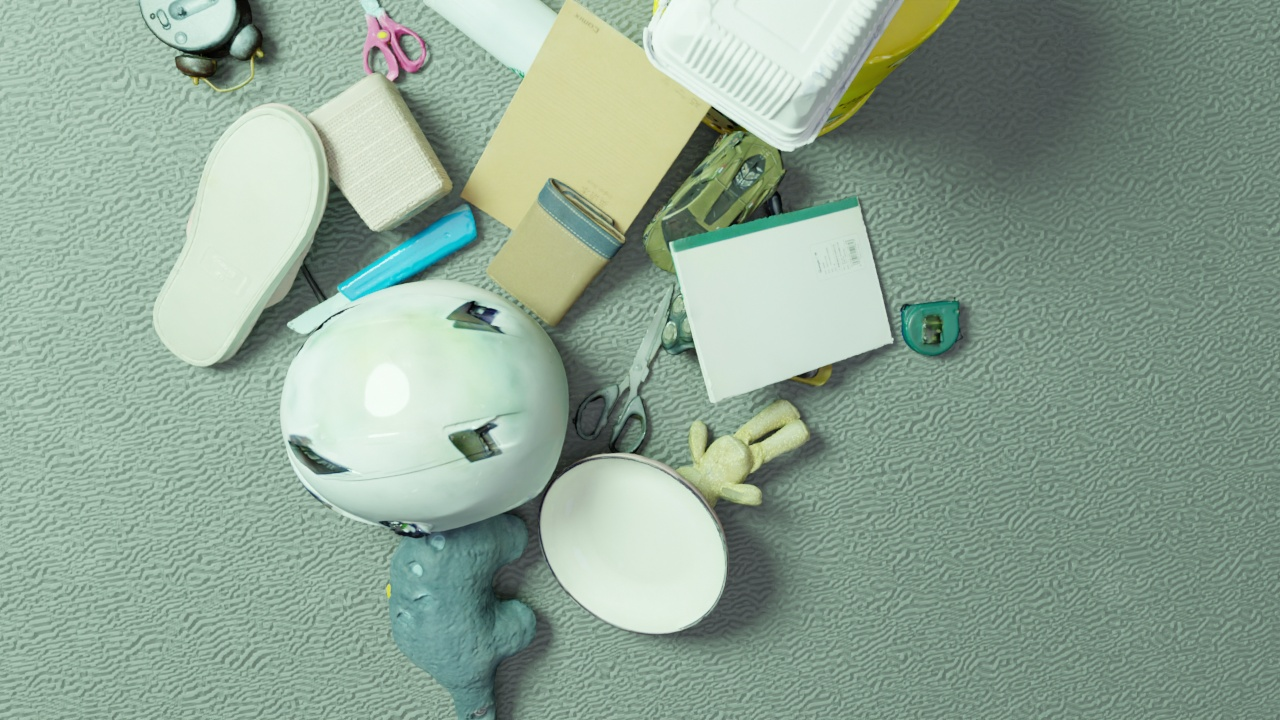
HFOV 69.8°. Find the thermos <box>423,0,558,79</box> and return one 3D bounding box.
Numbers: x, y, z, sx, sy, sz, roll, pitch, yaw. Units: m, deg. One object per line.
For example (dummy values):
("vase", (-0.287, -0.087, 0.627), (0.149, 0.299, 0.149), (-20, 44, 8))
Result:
("thermos", (-0.086, -0.276, 0.828), (0.224, 0.073, 0.073), (37, 94, -7))

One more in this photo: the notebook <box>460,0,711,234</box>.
("notebook", (-0.052, -0.190, 0.822), (0.149, 0.012, 0.212), (33, 120, -7))

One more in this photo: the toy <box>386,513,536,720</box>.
("toy", (-0.171, 0.219, 0.879), (0.137, 0.091, 0.356), (-1, 99, -31))

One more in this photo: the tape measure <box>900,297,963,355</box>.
("tape measure", (0.285, -0.032, 0.897), (0.058, 0.025, 0.054), (-6, 96, -2))

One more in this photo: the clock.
("clock", (-0.386, -0.300, 0.814), (0.082, 0.055, 0.122), (-24, 98, -1))

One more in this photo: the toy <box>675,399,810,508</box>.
("toy", (0.092, 0.097, 0.890), (0.157, 0.066, 0.105), (-35, 65, -3))

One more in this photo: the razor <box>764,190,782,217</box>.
("razor", (0.143, -0.095, 0.884), (0.042, 0.022, 0.143), (-20, 95, -27))

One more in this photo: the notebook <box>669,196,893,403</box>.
("notebook", (0.136, -0.060, 0.854), (0.208, 0.012, 0.150), (-17, 95, -23))

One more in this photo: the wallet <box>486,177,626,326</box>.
("wallet", (-0.079, -0.098, 0.849), (0.090, 0.033, 0.115), (38, 115, -5))

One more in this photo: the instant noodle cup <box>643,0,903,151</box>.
("instant noodle cup", (0.098, -0.240, 0.587), (0.138, 0.060, 0.173), (32, 93, -6))

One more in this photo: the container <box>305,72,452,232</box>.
("container", (-0.232, -0.181, 0.822), (0.090, 0.090, 0.111), (-33, 101, 1))

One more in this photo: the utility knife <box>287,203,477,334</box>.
("utility knife", (-0.241, -0.082, 0.861), (0.202, 0.018, 0.034), (-32, 101, -3))

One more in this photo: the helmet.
("helmet", (-0.190, 0.031, 0.784), (0.258, 0.146, 0.228), (-1, 74, -5))

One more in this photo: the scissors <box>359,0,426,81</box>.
("scissors", (-0.242, -0.324, 0.840), (0.064, 0.017, 0.135), (-21, 94, 0))

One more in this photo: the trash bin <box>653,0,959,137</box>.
("trash bin", (0.133, -0.306, 0.740), (0.229, 0.255, 0.229), (0, 96, -3))

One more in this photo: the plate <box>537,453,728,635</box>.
("plate", (-0.004, 0.170, 0.872), (0.193, 0.038, 0.193), (8, 113, 20))

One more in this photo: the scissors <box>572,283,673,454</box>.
("scissors", (0.005, 0.014, 0.897), (0.173, 0.014, 0.142), (-28, 96, -2))

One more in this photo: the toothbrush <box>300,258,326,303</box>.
("toothbrush", (-0.291, -0.035, 0.872), (0.015, 0.018, 0.181), (-29, 99, -3))

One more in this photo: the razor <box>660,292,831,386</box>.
("razor", (0.104, -0.013, 0.874), (0.167, 0.067, 0.062), (18, 96, -11))

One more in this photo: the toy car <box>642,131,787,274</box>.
("toy car", (0.067, -0.142, 0.849), (0.070, 0.042, 0.158), (35, 113, -17))

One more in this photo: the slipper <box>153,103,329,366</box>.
("slipper", (-0.353, -0.106, 0.819), (0.114, 0.054, 0.275), (36, 115, -3))
